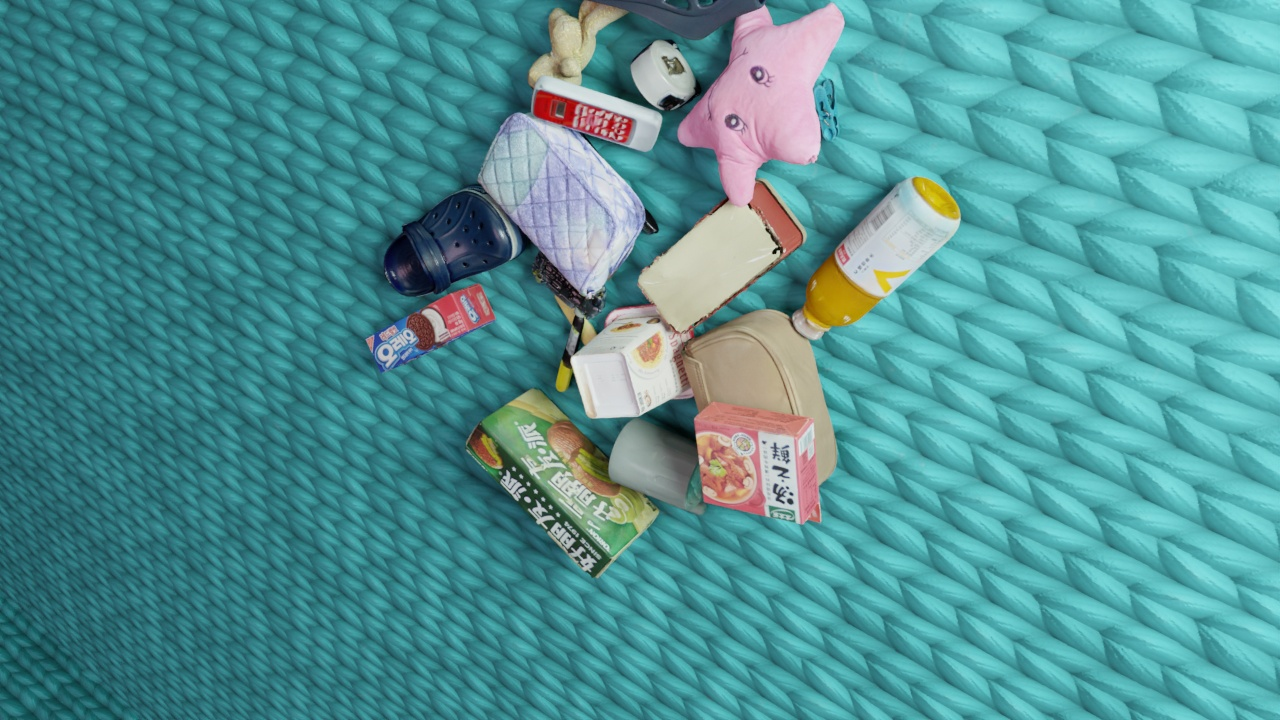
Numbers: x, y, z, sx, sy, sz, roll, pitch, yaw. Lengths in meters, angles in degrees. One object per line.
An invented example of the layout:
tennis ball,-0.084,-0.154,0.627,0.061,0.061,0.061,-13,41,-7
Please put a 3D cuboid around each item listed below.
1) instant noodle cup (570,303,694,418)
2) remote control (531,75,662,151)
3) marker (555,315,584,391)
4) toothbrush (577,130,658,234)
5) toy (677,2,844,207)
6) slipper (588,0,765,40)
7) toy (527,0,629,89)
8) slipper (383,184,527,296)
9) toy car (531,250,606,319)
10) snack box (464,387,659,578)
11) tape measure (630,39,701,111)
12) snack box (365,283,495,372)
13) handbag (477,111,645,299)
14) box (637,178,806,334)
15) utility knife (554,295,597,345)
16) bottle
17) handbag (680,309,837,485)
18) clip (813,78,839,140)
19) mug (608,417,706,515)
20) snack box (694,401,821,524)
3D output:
instant noodle cup,-0.006,0.006,1.032,0.117,0.123,0.116,-5,109,35
remote control,-0.046,-0.255,0.955,0.136,0.020,0.056,17,153,-6
marker,-0.086,-0.009,1.141,0.018,0.015,0.124,38,133,22
toothbrush,-0.041,-0.214,1.023,0.189,0.014,0.017,52,142,3
toy,0.119,-0.241,0.844,0.178,0.074,0.195,55,126,35
slipper,0.045,-0.356,0.855,0.268,0.110,0.083,12,148,30
toy,-0.061,-0.334,0.955,0.158,0.066,0.105,-40,54,35
slipper,-0.252,-0.142,1.150,0.254,0.095,0.105,-16,105,41
toy car,-0.082,-0.094,1.095,0.105,0.031,0.049,41,124,9
snack box,-0.099,0.152,1.170,0.240,0.114,0.063,45,129,9
tape measure,0.024,-0.283,0.912,0.034,0.065,0.066,-31,93,38
snack box,-0.288,-0.040,1.244,0.208,0.057,0.058,-21,96,39
handbag,-0.087,-0.179,1.027,0.194,0.075,0.135,49,134,10
box,0.077,-0.105,0.952,0.169,0.079,0.091,-38,88,39
utility knife,-0.060,-0.027,1.123,0.031,0.018,0.151,-33,93,36
bottle,0.216,-0.090,0.872,0.068,0.067,0.190,47,129,7
handbag,0.130,0.048,0.982,0.148,0.099,0.204,-1,111,43
clip,0.176,-0.234,0.861,0.013,0.038,0.055,3,119,36
mug,0.029,0.136,1.108,0.103,0.083,0.124,19,148,24
snack box,0.119,0.113,0.928,0.113,0.044,0.127,8,120,32
